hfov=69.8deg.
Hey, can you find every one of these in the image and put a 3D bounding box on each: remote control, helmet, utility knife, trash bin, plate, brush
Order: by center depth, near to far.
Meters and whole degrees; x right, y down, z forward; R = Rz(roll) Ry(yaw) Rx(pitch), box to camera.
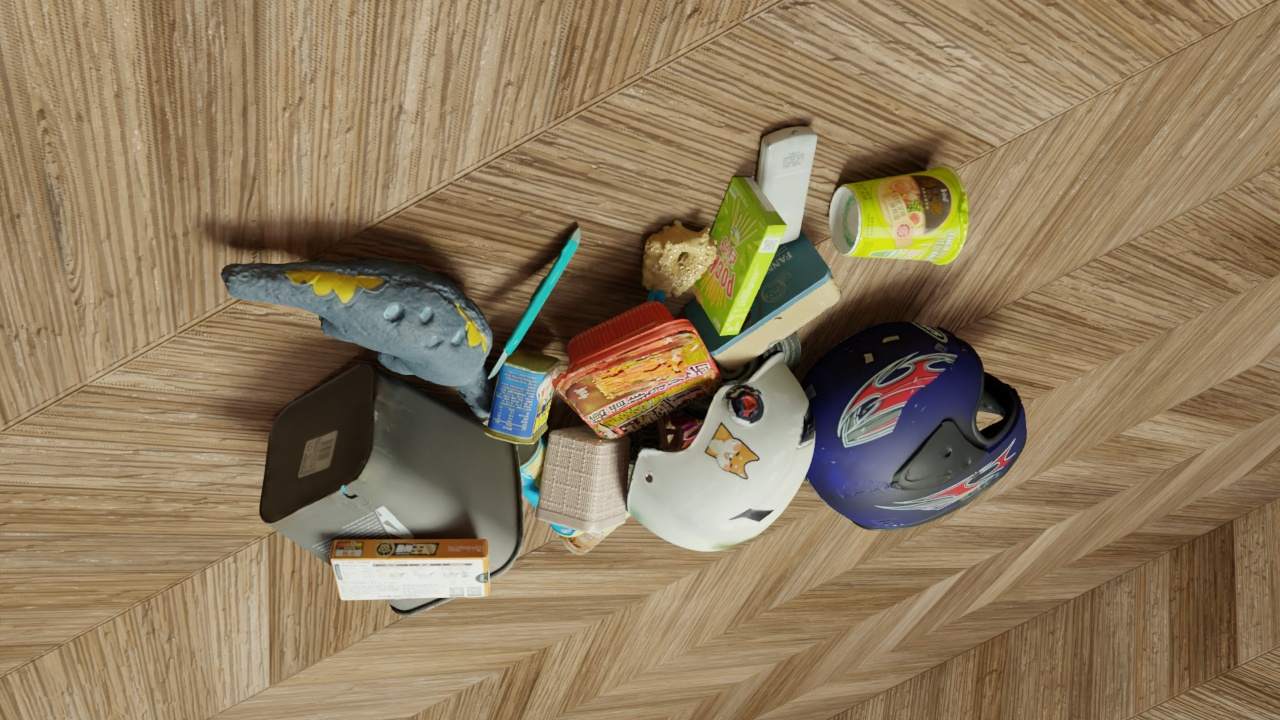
[{"bbox_3d":[-0.109,-0.058,0.946,0.182,0.013,0.029,-59,169,3],"label":"utility knife"},{"bbox_3d":[0.151,-0.184,0.985,0.058,0.021,0.150,-15,142,-13],"label":"remote control"},{"bbox_3d":[-0.268,0.136,0.994,0.199,0.198,0.220,-27,138,18],"label":"trash bin"},{"bbox_3d":[0.006,-0.059,1.046,0.083,0.045,0.255,-1,140,-33],"label":"brush"},{"bbox_3d":[0.117,0.130,1.117,0.273,0.157,0.230,-37,166,-13],"label":"helmet"},{"bbox_3d":[0.124,0.010,1.196,0.179,0.024,0.180,-16,141,-13],"label":"plate"},{"bbox_3d":[0.350,0.066,1.220,0.315,0.247,0.240,-29,121,-6],"label":"helmet"},{"bbox_3d":[0.003,0.135,1.248,0.073,0.063,0.146,9,133,-23],"label":"brush"}]

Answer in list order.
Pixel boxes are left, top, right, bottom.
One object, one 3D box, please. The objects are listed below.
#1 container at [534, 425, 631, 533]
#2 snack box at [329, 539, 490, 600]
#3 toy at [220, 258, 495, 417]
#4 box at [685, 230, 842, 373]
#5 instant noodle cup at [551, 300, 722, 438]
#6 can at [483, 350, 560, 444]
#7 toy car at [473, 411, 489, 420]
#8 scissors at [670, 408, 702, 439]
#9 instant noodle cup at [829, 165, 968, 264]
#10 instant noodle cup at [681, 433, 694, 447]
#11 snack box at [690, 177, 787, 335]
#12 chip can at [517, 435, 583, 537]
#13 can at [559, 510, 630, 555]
[{"bbox_3d":[-0.067,0.142,1.127,0.090,0.090,0.111,-3,102,-61],"label":"container"},{"bbox_3d":[-0.232,0.213,0.933,0.153,0.026,0.075,1,134,-6],"label":"snack box"},{"bbox_3d":[-0.225,-0.029,0.901,0.138,0.091,0.356,-25,147,18],"label":"toy"},{"bbox_3d":[0.147,-0.070,1.065,0.184,0.089,0.061,-38,140,12],"label":"box"},{"bbox_3d":[-0.006,0.006,1.025,0.164,0.079,0.189,-24,152,6],"label":"instant noodle cup"},{"bbox_3d":[-0.128,0.038,1.013,0.057,0.102,0.083,15,101,4],"label":"can"},{"bbox_3d":[-0.154,0.053,1.089,0.090,0.034,0.043,-6,141,-21],"label":"toy car"},{"bbox_3d":[0.099,0.057,1.252,0.137,0.017,0.073,-35,133,6],"label":"scissors"},{"bbox_3d":[0.282,-0.159,1.026,0.123,0.111,0.112,-5,139,-13],"label":"instant noodle cup"},{"bbox_3d":[0.128,0.161,1.309,0.151,0.111,0.152,-15,142,-13],"label":"instant noodle cup"},{"bbox_3d":[0.103,-0.110,0.993,0.026,0.085,0.157,-6,139,-26],"label":"snack box"},{"bbox_3d":[-0.124,0.159,1.199,0.071,0.071,0.210,-27,143,2],"label":"chip can"},{"bbox_3d":[-0.062,0.227,1.325,0.058,0.058,0.116,22,123,-44],"label":"can"}]
